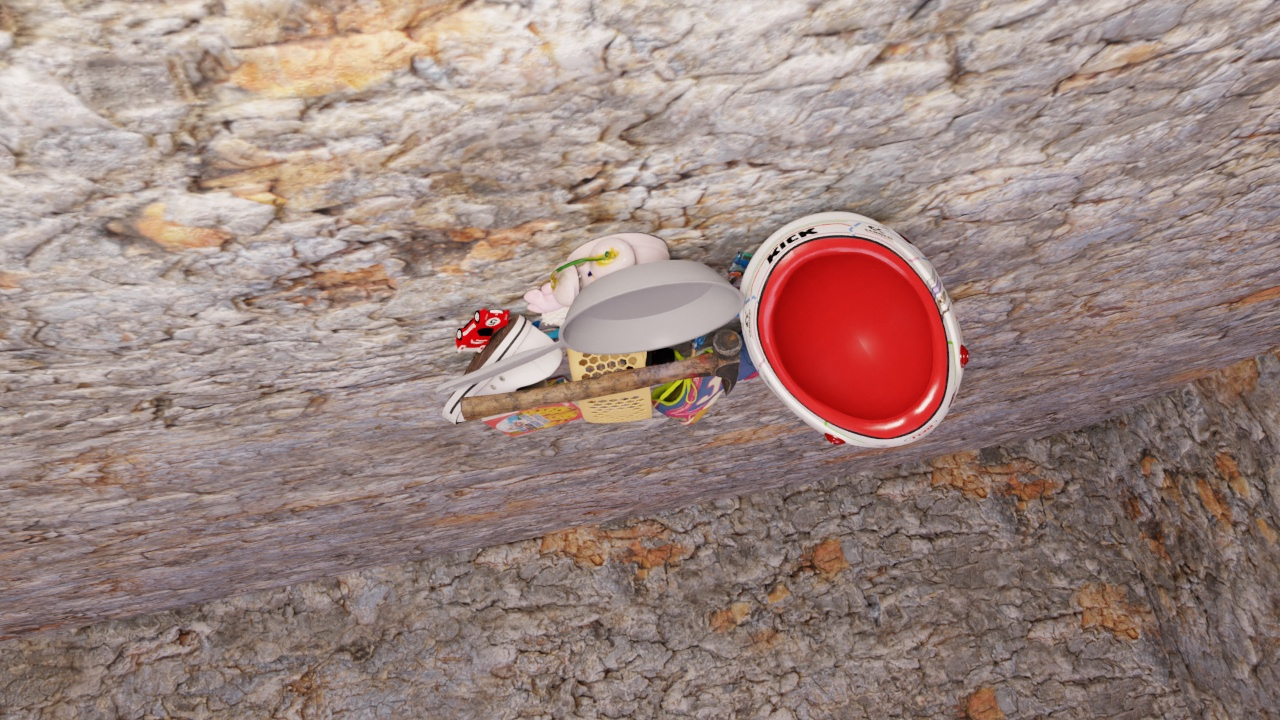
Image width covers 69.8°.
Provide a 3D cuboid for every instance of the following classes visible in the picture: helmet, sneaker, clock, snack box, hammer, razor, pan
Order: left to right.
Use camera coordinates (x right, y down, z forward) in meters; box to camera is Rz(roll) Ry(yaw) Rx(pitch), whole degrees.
[{"bbox_3d":[-0.171,0.028,1.179,0.097,0.091,0.246,35,140,-14],"label":"sneaker"},{"bbox_3d":[-0.169,0.077,1.485,0.145,0.040,0.142,-15,164,8],"label":"snack box"},{"bbox_3d":[-0.064,-0.031,0.997,0.357,0.050,0.200,-15,163,12],"label":"pan"},{"bbox_3d":[-0.045,0.033,1.081,0.330,0.033,0.120,-10,150,-3],"label":"hammer"},{"bbox_3d":[-0.032,-0.093,1.009,0.117,0.058,0.157,-24,159,32],"label":"clock"},{"bbox_3d":[0.111,0.010,1.372,0.091,0.116,0.242,29,123,-30],"label":"sneaker"},{"bbox_3d":[0.097,-0.074,1.135,0.043,0.018,0.141,7,121,-47],"label":"razor"},{"bbox_3d":[0.241,-0.044,1.080,0.231,0.314,0.235,-35,-162,13],"label":"helmet"}]

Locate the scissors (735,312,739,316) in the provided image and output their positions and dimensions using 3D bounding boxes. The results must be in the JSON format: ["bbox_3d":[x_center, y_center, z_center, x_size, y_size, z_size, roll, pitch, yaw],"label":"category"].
[{"bbox_3d":[0.182,-0.082,1.240,0.130,0.013,0.125,-25,180,-8],"label":"scissors"}]

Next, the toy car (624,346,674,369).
[{"bbox_3d":[0.010,0.006,1.391,0.092,0.042,0.036,-24,135,31],"label":"toy car"}]

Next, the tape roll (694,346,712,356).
[{"bbox_3d":[0.125,-0.003,1.479,0.094,0.019,0.094,-12,163,-4],"label":"tape roll"}]

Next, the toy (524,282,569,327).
[{"bbox_3d":[-0.090,-0.065,1.097,0.096,0.041,0.108,-21,155,30],"label":"toy"}]

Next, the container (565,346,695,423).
[{"bbox_3d":[-0.007,0.007,1.227,0.167,0.129,0.183,-12,163,-3],"label":"container"}]

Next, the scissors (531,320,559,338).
[{"bbox_3d":[-0.145,-0.030,1.210,0.129,0.014,0.118,-18,165,22],"label":"scissors"}]

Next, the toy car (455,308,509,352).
[{"bbox_3d":[-0.194,-0.038,1.124,0.038,0.025,0.090,0,159,-35],"label":"toy car"}]
